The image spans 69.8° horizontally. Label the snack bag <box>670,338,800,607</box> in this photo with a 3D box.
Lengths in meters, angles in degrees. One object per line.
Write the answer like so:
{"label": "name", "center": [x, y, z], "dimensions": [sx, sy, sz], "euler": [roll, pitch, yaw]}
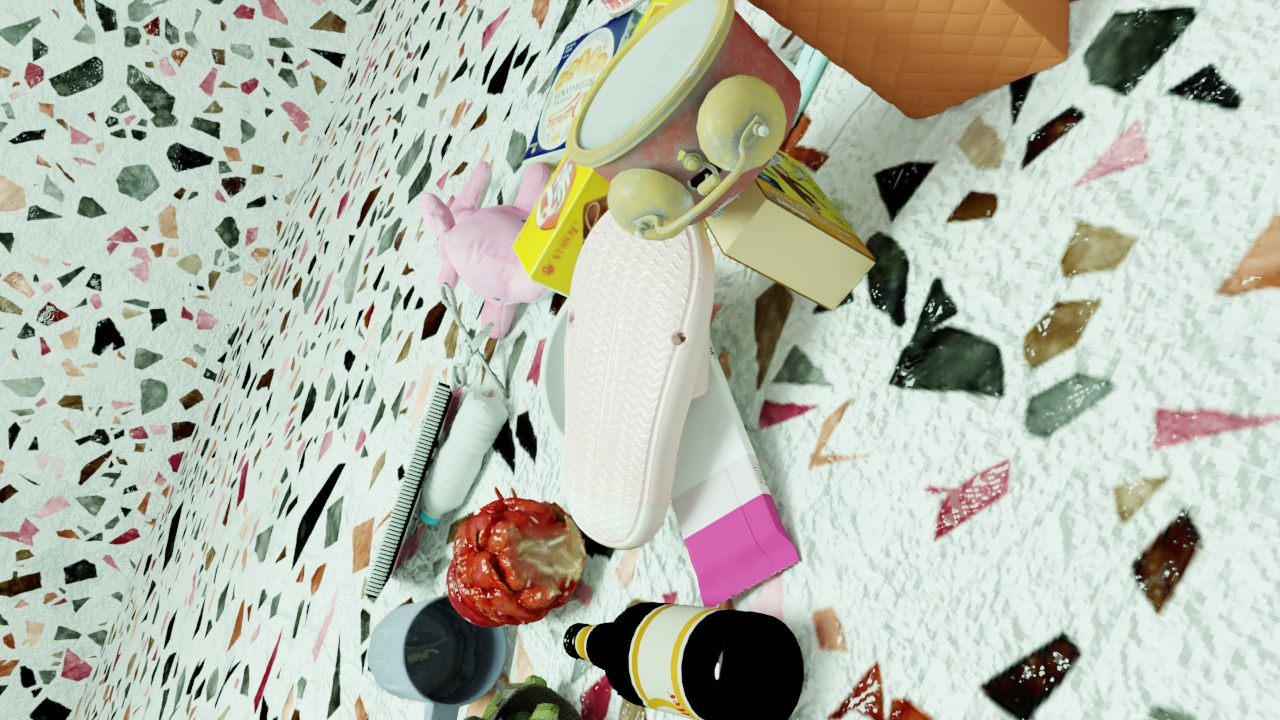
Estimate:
{"label": "snack bag", "center": [0.036, 0.049, 0.571], "dimensions": [0.070, 0.016, 0.196], "euler": [-36, 55, 25]}

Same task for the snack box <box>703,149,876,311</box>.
{"label": "snack box", "center": [0.078, -0.097, 0.569], "dimensions": [0.040, 0.088, 0.125], "euler": [-52, 34, 25]}

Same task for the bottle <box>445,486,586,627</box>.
{"label": "bottle", "center": [-0.091, 0.145, 0.684], "dimensions": [0.111, 0.099, 0.098], "euler": [-45, 36, 50]}

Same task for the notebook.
{"label": "notebook", "center": [-0.229, 0.126, 0.922], "dimensions": [0.149, 0.016, 0.206], "euler": [151, 137, -78]}

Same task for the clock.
{"label": "clock", "center": [0.030, -0.119, 0.487], "dimensions": [0.117, 0.081, 0.158], "euler": [-38, 32, 25]}

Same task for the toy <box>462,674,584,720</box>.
{"label": "toy", "center": [-0.099, 0.276, 0.603], "dimensions": [0.153, 0.078, 0.178], "euler": [-40, 17, 35]}

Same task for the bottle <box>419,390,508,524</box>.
{"label": "bottle", "center": [-0.174, 0.096, 0.880], "dimensions": [0.136, 0.044, 0.044], "euler": [-61, 31, 10]}

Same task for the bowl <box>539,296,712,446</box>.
{"label": "bowl", "center": [-0.004, 0.004, 0.659], "dimensions": [0.150, 0.043, 0.149], "euler": [-12, 70, 35]}

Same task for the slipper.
{"label": "slipper", "center": [0.000, 0.007, 0.567], "dimensions": [0.107, 0.055, 0.221], "euler": [9, 93, 42]}

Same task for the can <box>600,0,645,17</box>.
{"label": "can", "center": [0.008, -0.386, 0.865], "dimensions": [0.130, 0.044, 0.129], "euler": [-33, 28, 20]}

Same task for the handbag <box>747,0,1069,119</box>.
{"label": "handbag", "center": [0.125, -0.200, 0.479], "dimensions": [0.109, 0.171, 0.060], "euler": [-17, 56, 52]}

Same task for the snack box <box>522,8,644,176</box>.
{"label": "snack box", "center": [-0.049, -0.262, 0.919], "dimensions": [0.145, 0.042, 0.145], "euler": [6, 75, 58]}

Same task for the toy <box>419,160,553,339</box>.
{"label": "toy", "center": [-0.166, -0.123, 0.923], "dimensions": [0.266, 0.127, 0.187], "euler": [32, 104, 57]}

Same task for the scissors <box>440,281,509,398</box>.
{"label": "scissors", "center": [-0.176, -0.010, 0.936], "dimensions": [0.141, 0.014, 0.176], "euler": [63, 149, 11]}

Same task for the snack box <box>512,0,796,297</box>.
{"label": "snack box", "center": [0.008, -0.148, 0.690], "dimensions": [0.231, 0.110, 0.061], "euler": [-57, 32, 17]}

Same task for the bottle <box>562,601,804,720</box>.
{"label": "bottle", "center": [0.010, 0.170, 0.530], "dimensions": [0.182, 0.059, 0.059], "euler": [-15, 58, 53]}

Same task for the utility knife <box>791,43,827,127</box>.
{"label": "utility knife", "center": [0.110, -0.185, 0.650], "dimensions": [0.022, 0.015, 0.165], "euler": [28, 97, 27]}

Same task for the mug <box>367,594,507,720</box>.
{"label": "mug", "center": [-0.169, 0.252, 0.731], "dimensions": [0.104, 0.083, 0.123], "euler": [-26, 52, 54]}
